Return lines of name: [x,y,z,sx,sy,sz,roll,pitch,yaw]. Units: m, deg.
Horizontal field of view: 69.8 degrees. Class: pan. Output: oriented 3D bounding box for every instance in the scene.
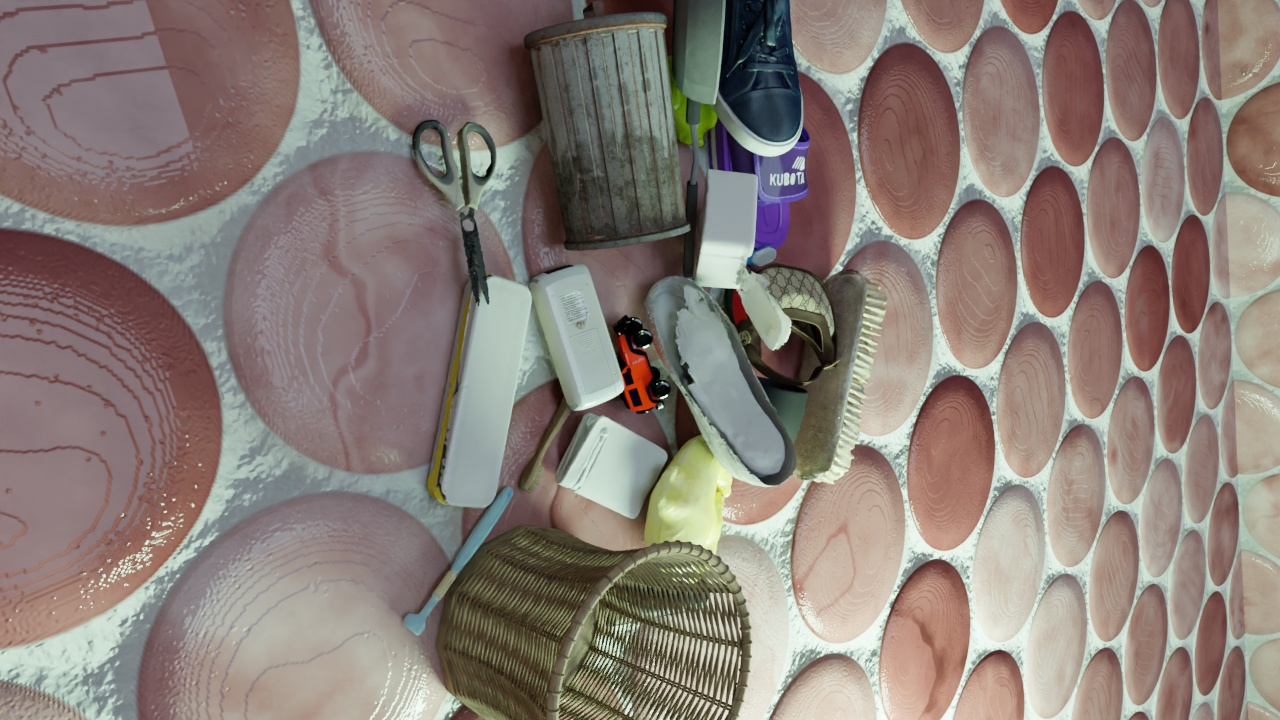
pan: [0.050,-0.252,0.899,0.178,0.041,0.358,-88,179,-63]

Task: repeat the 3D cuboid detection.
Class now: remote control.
remote control: [-0.060,-0.023,0.886,0.060,0.025,0.138,-21,98,-30]
remote control: [0.021,0.262,1.000,0.151,0.020,0.041,4,91,-44]

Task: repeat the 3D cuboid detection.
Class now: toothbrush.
toothbrush: [-0.161,0.177,0.830,0.022,0.016,0.154,46,62,-23]
toothbrush: [0.090,-0.096,1.027,0.166,0.014,0.016,-26,126,-30]
toothbrush: [-0.076,0.054,0.899,0.016,0.016,0.166,40,67,-36]

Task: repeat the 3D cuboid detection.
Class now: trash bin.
trash bin: [-0.028,-0.217,0.849,0.130,0.131,0.211,-21,108,-40]

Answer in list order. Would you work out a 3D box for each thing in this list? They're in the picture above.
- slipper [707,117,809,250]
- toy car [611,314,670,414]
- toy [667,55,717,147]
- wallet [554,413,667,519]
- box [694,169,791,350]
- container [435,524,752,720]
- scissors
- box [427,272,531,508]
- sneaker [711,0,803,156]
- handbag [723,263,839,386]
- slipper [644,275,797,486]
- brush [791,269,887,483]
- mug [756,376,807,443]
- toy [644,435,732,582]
slipper: [0.141,-0.254,1.031,0.107,0.084,0.266,-20,106,-40]
toy car: [-0.005,0.006,0.933,0.049,0.051,0.100,-22,113,-6]
toy: [0.043,-0.276,0.974,0.093,0.036,0.094,0,89,-36]
wallet: [-0.031,0.106,0.937,0.116,0.032,0.086,37,79,-40]
box: [0.096,-0.099,0.952,0.083,0.111,0.190,-11,70,-4]
container: [-0.049,0.256,0.814,0.226,0.196,0.227,-3,95,-43]
scissors: [-0.144,-0.134,0.805,0.131,0.013,0.170,-46,109,-35]
box: [-0.145,0.027,0.825,0.064,0.033,0.209,15,84,-44]
sneaker: [0.130,-0.364,0.942,0.120,0.127,0.294,-8,87,-18]
handbag: [0.172,-0.037,1.069,0.166,0.063,0.138,5,72,-43]
slipper: [0.080,0.023,0.975,0.112,0.075,0.247,-35,97,-39]
brush: [0.240,0.019,1.142,0.056,0.083,0.271,21,78,-41]
mug: [0.124,0.071,1.051,0.118,0.085,0.100,11,97,-13]
toy: [0.054,0.157,0.994,0.155,0.065,0.170,45,57,-52]
